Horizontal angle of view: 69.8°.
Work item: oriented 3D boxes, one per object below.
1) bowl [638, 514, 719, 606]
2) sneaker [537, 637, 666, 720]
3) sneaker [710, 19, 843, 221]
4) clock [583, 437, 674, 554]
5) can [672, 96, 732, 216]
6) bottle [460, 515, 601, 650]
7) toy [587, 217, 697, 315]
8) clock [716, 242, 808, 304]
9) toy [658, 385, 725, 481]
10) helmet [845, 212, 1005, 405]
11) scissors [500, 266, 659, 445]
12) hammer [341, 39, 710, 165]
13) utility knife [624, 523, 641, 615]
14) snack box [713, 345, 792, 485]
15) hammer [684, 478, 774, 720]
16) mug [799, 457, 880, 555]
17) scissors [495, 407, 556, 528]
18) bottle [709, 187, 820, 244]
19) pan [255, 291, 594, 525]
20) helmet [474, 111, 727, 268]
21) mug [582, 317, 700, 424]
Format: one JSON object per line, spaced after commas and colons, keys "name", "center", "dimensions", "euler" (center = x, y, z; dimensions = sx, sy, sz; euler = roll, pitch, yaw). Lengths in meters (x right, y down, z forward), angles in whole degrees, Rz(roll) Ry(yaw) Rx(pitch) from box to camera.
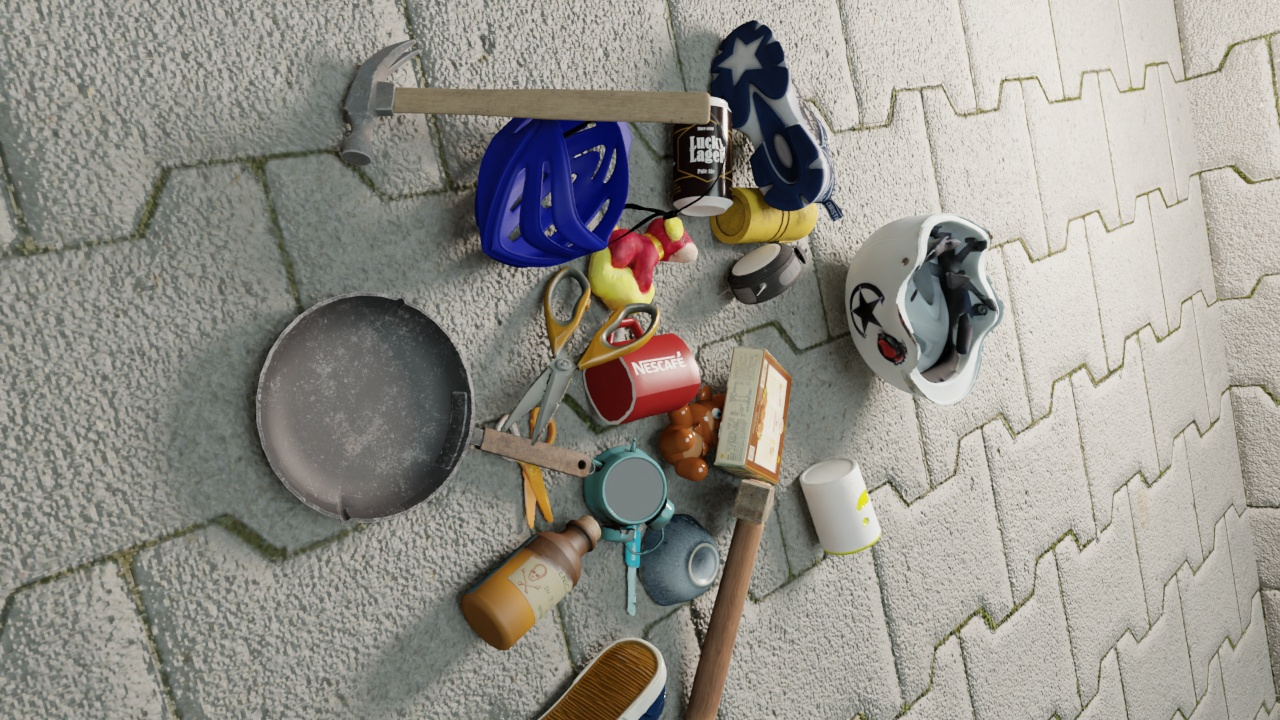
{"name": "bowl", "center": [0.054, 0.232, 1.058], "dimensions": [0.110, 0.055, 0.110], "euler": [3, 86, -41]}
{"name": "sneaker", "center": [-0.063, 0.428, 0.925], "dimensions": [0.293, 0.121, 0.127], "euler": [-43, 137, -37]}
{"name": "sneaker", "center": [0.182, -0.300, 1.161], "dimensions": [0.132, 0.103, 0.269], "euler": [7, 59, -54]}
{"name": "clock", "center": [-0.010, 0.152, 0.997], "dimensions": [0.090, 0.053, 0.124], "euler": [-23, 95, -18]}
{"name": "can", "center": [0.074, -0.242, 1.096], "dimensions": [0.071, 0.072, 0.128], "euler": [3, 85, -41]}
{"name": "bottle", "center": [-0.100, 0.212, 0.915], "dimensions": [0.156, 0.068, 0.068], "euler": [-38, 111, -36]}
{"name": "toy", "center": [-0.005, -0.116, 1.033], "dimensions": [0.137, 0.067, 0.105], "euler": [-41, 111, -22]}
{"name": "clock", "center": [0.156, -0.115, 1.145], "dimensions": [0.122, 0.091, 0.044], "euler": [-46, 116, -27]}
{"name": "toy", "center": [0.071, 0.082, 1.079], "dimensions": [0.127, 0.065, 0.095], "euler": [-42, 123, -41]}
{"name": "helmet", "center": [0.381, -0.072, 1.294], "dimensions": [0.235, 0.164, 0.264], "euler": [-24, 109, -36]}
{"name": "scissors", "center": [-0.080, -0.012, 0.933], "dimensions": [0.166, 0.016, 0.224], "euler": [38, 58, 14]}
{"name": "hammer", "center": [-0.103, -0.233, 0.828], "dimensions": [0.031, 0.331, 0.119], "euler": [77, 16, -73]}
{"name": "utility knife", "center": [-0.007, 0.207, 1.032], "dimensions": [0.022, 0.015, 0.158], "euler": [0, 88, -18]}
{"name": "snack box", "center": [0.141, 0.070, 1.117], "dimensions": [0.147, 0.041, 0.143], "euler": [33, 64, -63]}
{"name": "hammer", "center": [0.104, 0.288, 1.079], "dimensions": [0.158, 0.037, 0.300], "euler": [32, 72, -78]}
{"name": "mug", "center": [0.266, 0.194, 1.228], "dimensions": [0.082, 0.083, 0.106], "euler": [-31, 106, -38]}
{"name": "scissors", "center": [-0.120, 0.114, 0.941], "dimensions": [0.083, 0.012, 0.133], "euler": [4, 84, -40]}
{"name": "bottle", "center": [0.170, -0.186, 1.179], "dimensions": [0.163, 0.071, 0.071], "euler": [-9, 93, -41]}
{"name": "pan", "center": [-0.188, 0.064, 0.867], "dimensions": [0.356, 0.040, 0.207], "euler": [22, 72, -38]}
{"name": "helmet", "center": [-0.039, -0.179, 0.890], "dimensions": [0.240, 0.228, 0.148], "euler": [-60, 138, -42]}
{"name": "mug", "center": [-0.006, 0.006, 1.010], "dimensions": [0.096, 0.081, 0.116], "euler": [-11, 65, -41]}
